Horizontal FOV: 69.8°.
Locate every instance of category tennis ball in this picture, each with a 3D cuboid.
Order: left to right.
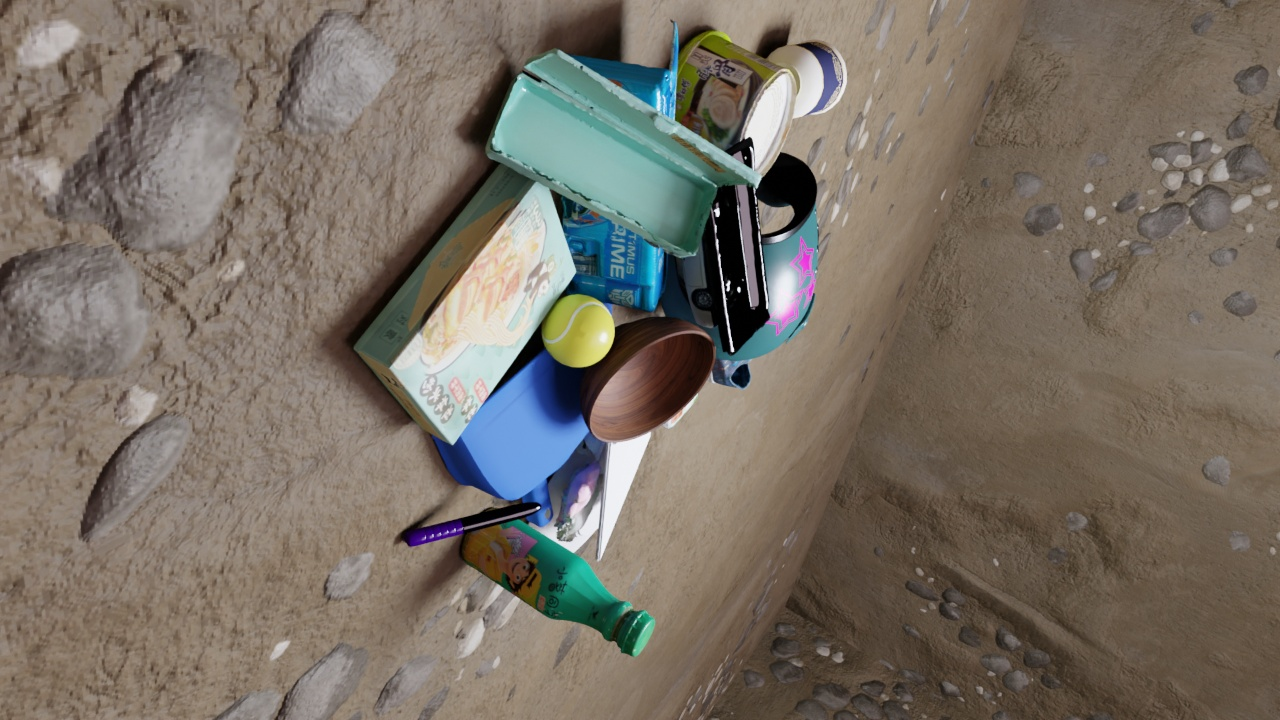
[{"bbox_3d":[-0.056,-0.026,0.820,0.065,0.065,0.065,-49,154,-33],"label":"tennis ball"}]

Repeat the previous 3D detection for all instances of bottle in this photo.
[{"bbox_3d":[-0.082,0.226,0.930,0.067,0.210,0.068,-48,154,-33],"label":"bottle"}]

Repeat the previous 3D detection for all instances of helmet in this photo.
[{"bbox_3d":[0.124,-0.111,1.072,0.273,0.176,0.201,-56,156,-47],"label":"helmet"}]

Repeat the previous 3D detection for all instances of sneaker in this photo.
[{"bbox_3d":[0.122,-0.034,1.276,0.087,0.079,0.236,-54,157,-21],"label":"sneaker"}]

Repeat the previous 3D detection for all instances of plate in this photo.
[{"bbox_3d":[-0.059,0.173,1.147,0.228,0.030,0.230,-45,154,-30],"label":"plate"}]

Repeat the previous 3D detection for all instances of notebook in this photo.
[{"bbox_3d":[-0.010,0.092,1.095,0.244,0.013,0.178,-65,164,-55],"label":"notebook"}]

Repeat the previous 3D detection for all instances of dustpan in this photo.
[{"bbox_3d":[-0.101,0.082,0.930,0.244,0.059,0.258,-45,143,-38],"label":"dustpan"}]

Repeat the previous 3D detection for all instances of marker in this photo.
[{"bbox_3d":[-0.156,0.153,0.863,0.133,0.015,0.018,-10,161,-28],"label":"marker"}]

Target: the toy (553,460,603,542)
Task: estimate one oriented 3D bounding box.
[{"bbox_3d":[-0.068,0.150,1.028,0.109,0.041,0.095,108,8,-62],"label":"toy"}]

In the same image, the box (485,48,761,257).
[{"bbox_3d":[-0.007,-0.152,0.676,0.188,0.093,0.077,26,74,-25],"label":"box"}]

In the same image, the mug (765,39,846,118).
[{"bbox_3d":[0.175,-0.321,1.078,0.112,0.085,0.089,-34,178,40],"label":"mug"}]

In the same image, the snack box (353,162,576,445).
[{"bbox_3d":[-0.130,-0.045,0.731,0.193,0.044,0.141,-57,159,-20],"label":"snack box"}]

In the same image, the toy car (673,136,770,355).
[{"bbox_3d":[0.069,-0.110,0.884,0.093,0.071,0.192,-43,133,-44],"label":"toy car"}]

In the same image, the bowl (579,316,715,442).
[{"bbox_3d":[-0.005,0.005,0.898,0.147,0.069,0.147,-27,148,-19],"label":"bowl"}]

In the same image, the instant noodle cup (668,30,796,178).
[{"bbox_3d":[0.088,-0.246,0.923,0.145,0.098,0.146,-49,154,-33],"label":"instant noodle cup"}]

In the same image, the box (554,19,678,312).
[{"bbox_3d":[-0.012,-0.171,0.821,0.244,0.094,0.115,91,13,-48],"label":"box"}]

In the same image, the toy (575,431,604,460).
[{"bbox_3d":[-0.053,0.067,1.026,0.112,0.050,0.087,-64,171,-63],"label":"toy"}]

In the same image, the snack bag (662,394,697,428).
[{"bbox_3d":[0.050,0.029,1.246,0.076,0.036,0.116,-47,154,-33],"label":"snack bag"}]
